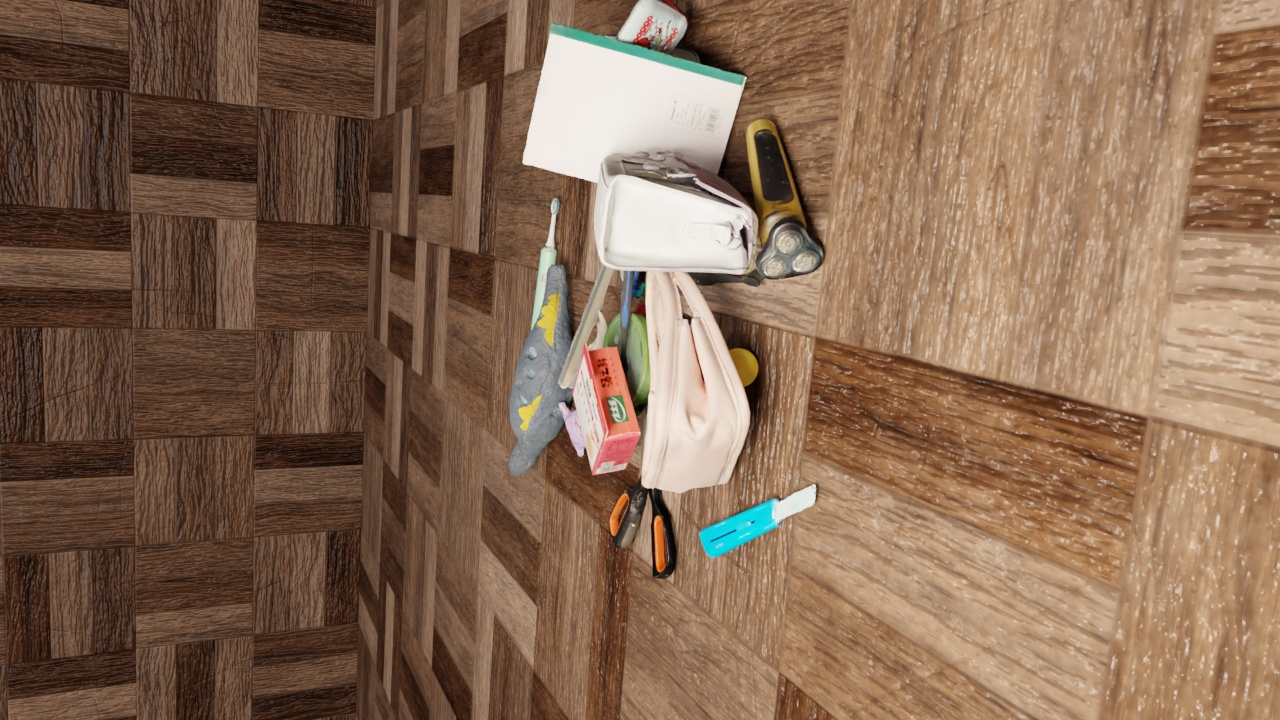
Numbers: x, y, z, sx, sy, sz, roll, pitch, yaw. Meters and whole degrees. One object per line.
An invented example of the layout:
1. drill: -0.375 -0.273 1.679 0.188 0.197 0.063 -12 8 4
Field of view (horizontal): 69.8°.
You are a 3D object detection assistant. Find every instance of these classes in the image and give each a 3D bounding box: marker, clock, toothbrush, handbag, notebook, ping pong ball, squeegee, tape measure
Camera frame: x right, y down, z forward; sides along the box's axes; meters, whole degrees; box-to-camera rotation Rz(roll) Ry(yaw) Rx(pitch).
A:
1. marker: -0.026 -0.032 1.210 0.146 0.017 0.017 -47 49 55
2. clock: -0.007 0.007 1.117 0.162 0.056 0.116 -34 57 55
3. toothbrush: -0.147 -0.144 1.444 0.027 0.026 0.225 -100 18 -71
4. handbag: 0.038 0.006 0.951 0.194 0.093 0.233 100 163 -64
5. notebook: -0.009 -0.255 0.974 0.012 0.209 0.151 -83 8 -65
6. toothbrush: -0.017 -0.067 1.072 0.016 0.014 0.189 -177 91 -78
7. handbag: 0.029 -0.148 0.897 0.196 0.145 0.098 -102 22 -70
8. ping pong ball: 0.099 0.008 0.929 0.040 0.040 0.040 0 90 64
9. squeegee: -0.067 -0.016 1.216 0.247 0.039 0.245 113 176 -61
10. tape measure: -0.006 -0.113 1.159 0.058 0.025 0.055 -113 36 -43
11. toothbrush: 0.071 -0.095 1.005 0.026 0.027 0.213 51 164 -24

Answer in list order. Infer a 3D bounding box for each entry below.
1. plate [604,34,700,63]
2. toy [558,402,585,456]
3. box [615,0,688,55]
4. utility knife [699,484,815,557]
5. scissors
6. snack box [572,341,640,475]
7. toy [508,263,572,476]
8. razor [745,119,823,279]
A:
1. plate: -0.008 -0.296 1.093 0.266 0.034 0.162 31 105 47
2. toy: -0.077 0.088 1.283 0.108 0.038 0.084 -27 86 62
3. box: -0.034 -0.318 1.025 0.202 0.099 0.112 -55 48 24
4. utility knife: 0.117 0.161 0.921 0.210 0.018 0.034 -43 52 54
5. scissors: 0.014 0.162 1.129 0.222 0.021 0.230 -55 40 43
6. snack box: -0.039 0.053 1.037 0.127 0.044 0.113 111 148 -60
7. toy: -0.149 0.038 1.380 0.137 0.091 0.357 -116 36 -62
8. razor: 0.127 -0.156 0.862 0.068 0.062 0.167 71 -169 -64
